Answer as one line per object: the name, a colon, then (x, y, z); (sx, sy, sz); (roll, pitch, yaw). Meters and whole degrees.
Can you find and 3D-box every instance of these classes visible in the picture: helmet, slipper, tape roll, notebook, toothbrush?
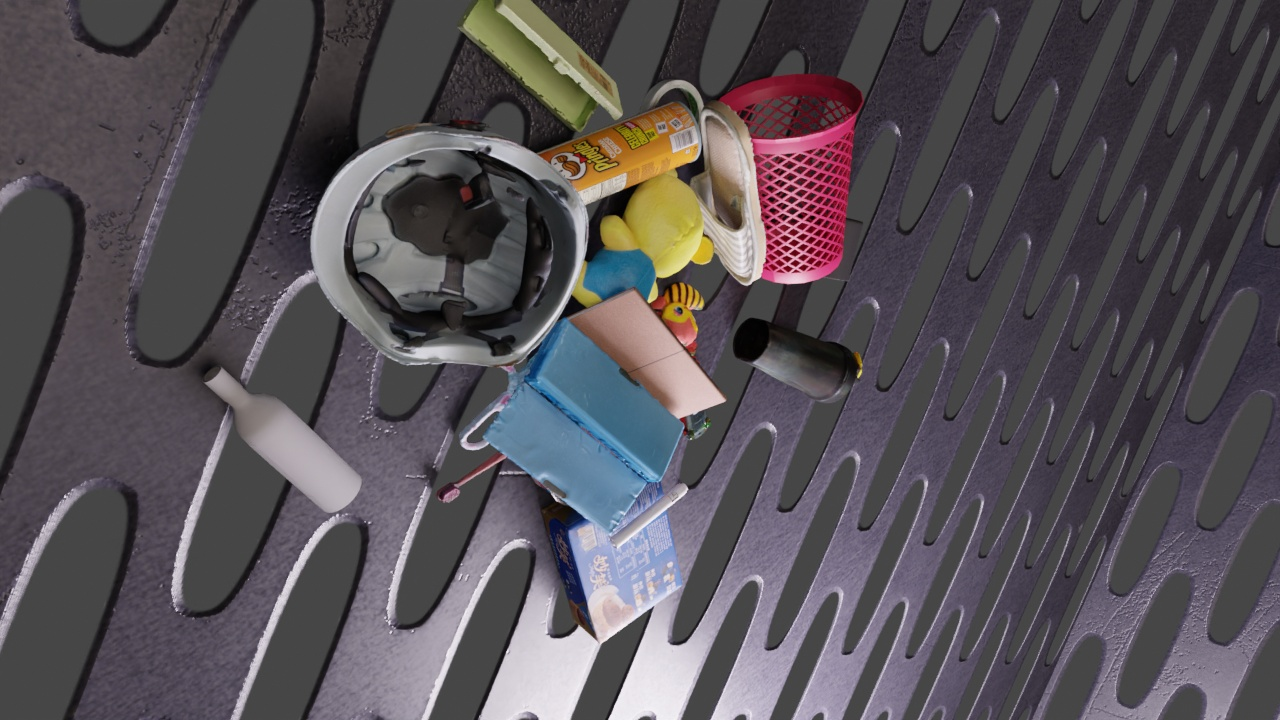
helmet: (-0.197, -0.126, 0.908); (0.263, 0.163, 0.237); (9, 110, -31)
slipper: (0.107, -0.199, 1.142); (0.054, 0.114, 0.273); (-28, 140, -12)
tape roll: (0.039, -0.297, 1.132); (0.093, 0.018, 0.094); (-16, 118, -34)
notebook: (-0.007, 0.007, 1.137); (0.209, 0.142, 0.008); (49, 32, -33)
toothbrush: (-0.167, 0.117, 1.128); (0.189, 0.016, 0.016); (-34, 125, -25)

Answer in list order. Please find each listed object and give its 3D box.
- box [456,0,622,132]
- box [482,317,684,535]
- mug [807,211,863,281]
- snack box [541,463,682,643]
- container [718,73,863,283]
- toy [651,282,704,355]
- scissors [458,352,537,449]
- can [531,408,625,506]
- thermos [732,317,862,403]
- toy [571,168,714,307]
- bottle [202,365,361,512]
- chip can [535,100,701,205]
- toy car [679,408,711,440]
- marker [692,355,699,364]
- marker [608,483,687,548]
box: (-0.100, -0.328, 0.983); (0.188, 0.091, 0.077); (33, 65, -40)
box: (-0.057, 0.085, 1.100); (0.231, 0.048, 0.176); (42, 68, -31)
mug: (0.283, -0.170, 1.355); (0.113, 0.078, 0.088); (-15, 120, -65)
snack box: (-0.035, 0.260, 1.260); (0.154, 0.069, 0.203); (-29, 123, -29)
container: (0.196, -0.228, 1.197); (0.182, 0.183, 0.226); (-33, 133, -25)
toy: (0.050, -0.056, 1.208); (0.084, 0.046, 0.103); (28, 54, -18)
scissors: (-0.166, 0.026, 1.087); (0.172, 0.013, 0.170); (-48, 129, -8)
can: (-0.077, 0.119, 1.172); (0.129, 0.044, 0.130); (-24, 130, -33)
thermos: (0.238, -0.001, 1.368); (0.220, 0.098, 0.098); (21, 93, -38)
toy: (0.005, -0.131, 1.128); (0.213, 0.084, 0.149); (-47, 135, -14)
bottle: (-0.363, 0.077, 0.926); (0.052, 0.052, 0.195); (-46, 130, -16)
chip can: (-0.039, -0.226, 1.043); (0.214, 0.075, 0.075); (-27, 123, -23)
toy car: (0.071, 0.071, 1.294); (0.042, 0.036, 0.091); (-34, 125, -26)
marker: (0.039, -0.017, 1.243); (0.145, 0.019, 0.019); (32, 86, -43)
marker: (0.012, 0.203, 1.218); (0.133, 0.017, 0.020); (-35, 89, -26)
